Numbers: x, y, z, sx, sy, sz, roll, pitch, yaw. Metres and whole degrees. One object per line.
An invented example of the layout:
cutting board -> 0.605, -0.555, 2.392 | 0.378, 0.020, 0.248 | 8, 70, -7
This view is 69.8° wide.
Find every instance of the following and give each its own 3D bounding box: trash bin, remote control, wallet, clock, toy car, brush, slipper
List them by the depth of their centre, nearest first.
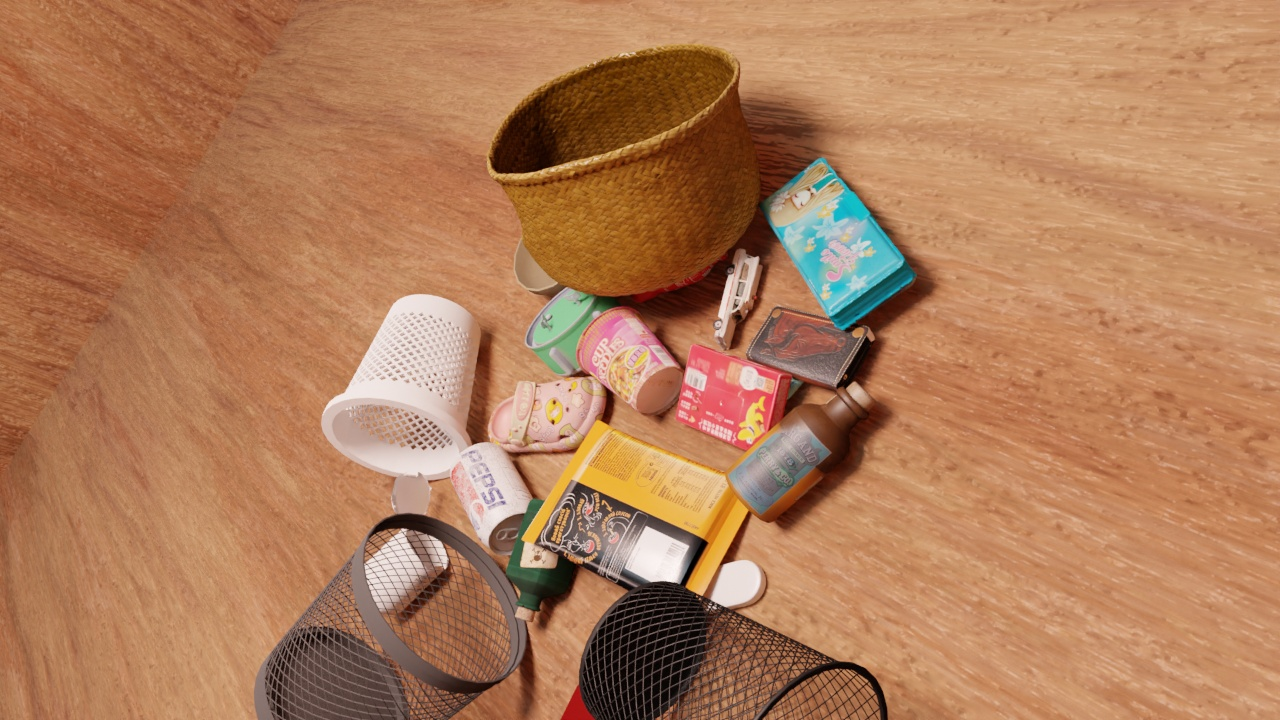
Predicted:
trash bin -> 0.064, 0.293, 0.772 | 0.210, 0.184, 0.184 | 19, 79, 52
brush -> -0.053, 0.400, 0.900 | 0.082, 0.042, 0.173 | 19, 79, 46
remote control -> 0.064, 0.232, 0.918 | 0.137, 0.013, 0.043 | -23, 52, 30
wallet -> 0.172, -0.013, 0.943 | 0.123, 0.019, 0.072 | 19, 70, 45
trash bin -> -0.285, 0.329, 1.031 | 0.228, 0.217, 0.217 | -45, 44, 18
toy car -> 0.112, -0.069, 1.041 | 0.039, 0.039, 0.113 | 7, 70, 21
slipper -> -0.133, 0.066, 1.144 | 0.198, 0.081, 0.093 | -16, 57, 37
clock -> -0.088, -0.053, 1.166 | 0.122, 0.075, 0.161 | -41, 25, 5
trash bin -> -0.307, 0.028, 1.259 | 0.196, 0.195, 0.199 | -19, 44, 32

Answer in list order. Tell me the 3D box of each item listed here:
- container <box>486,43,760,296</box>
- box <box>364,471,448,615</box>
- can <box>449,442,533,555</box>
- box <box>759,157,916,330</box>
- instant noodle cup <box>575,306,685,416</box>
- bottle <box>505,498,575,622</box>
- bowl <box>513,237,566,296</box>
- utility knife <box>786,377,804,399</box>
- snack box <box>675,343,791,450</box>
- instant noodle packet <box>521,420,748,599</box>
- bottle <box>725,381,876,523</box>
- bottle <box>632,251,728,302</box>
container -> -0.008, -0.219, 1.073 | 0.307, 0.197, 0.306 | -16, 37, 12
box -> -0.311, 0.235, 1.188 | 0.140, 0.083, 0.141 | -42, 57, 13
can -> -0.178, 0.168, 1.123 | 0.078, 0.078, 0.136 | -48, 44, 8
box -> 0.204, -0.129, 0.976 | 0.094, 0.041, 0.226 | -36, 39, 15
instant noodle cup -> -0.006, 0.006, 1.064 | 0.098, 0.097, 0.108 | -50, 50, 6
bottle -> -0.111, 0.229, 1.039 | 0.061, 0.061, 0.131 | 3, 68, 40
bowl -> -0.103, -0.152, 1.267 | 0.153, 0.050, 0.152 | -22, 53, 31
utility knife -> 0.185, -0.006, 0.954 | 0.126, 0.015, 0.022 | -47, 43, 4
snack box -> 0.096, 0.041, 0.976 | 0.133, 0.021, 0.089 | 21, 103, 46
instant noodle packet -> -0.003, 0.161, 0.971 | 0.221, 0.032, 0.159 | 19, 66, 33
bottle -> 0.159, 0.082, 0.884 | 0.157, 0.068, 0.067 | -44, 44, 12
bottle -> 0.044, -0.108, 1.118 | 0.142, 0.042, 0.041 | -18, 55, 33
